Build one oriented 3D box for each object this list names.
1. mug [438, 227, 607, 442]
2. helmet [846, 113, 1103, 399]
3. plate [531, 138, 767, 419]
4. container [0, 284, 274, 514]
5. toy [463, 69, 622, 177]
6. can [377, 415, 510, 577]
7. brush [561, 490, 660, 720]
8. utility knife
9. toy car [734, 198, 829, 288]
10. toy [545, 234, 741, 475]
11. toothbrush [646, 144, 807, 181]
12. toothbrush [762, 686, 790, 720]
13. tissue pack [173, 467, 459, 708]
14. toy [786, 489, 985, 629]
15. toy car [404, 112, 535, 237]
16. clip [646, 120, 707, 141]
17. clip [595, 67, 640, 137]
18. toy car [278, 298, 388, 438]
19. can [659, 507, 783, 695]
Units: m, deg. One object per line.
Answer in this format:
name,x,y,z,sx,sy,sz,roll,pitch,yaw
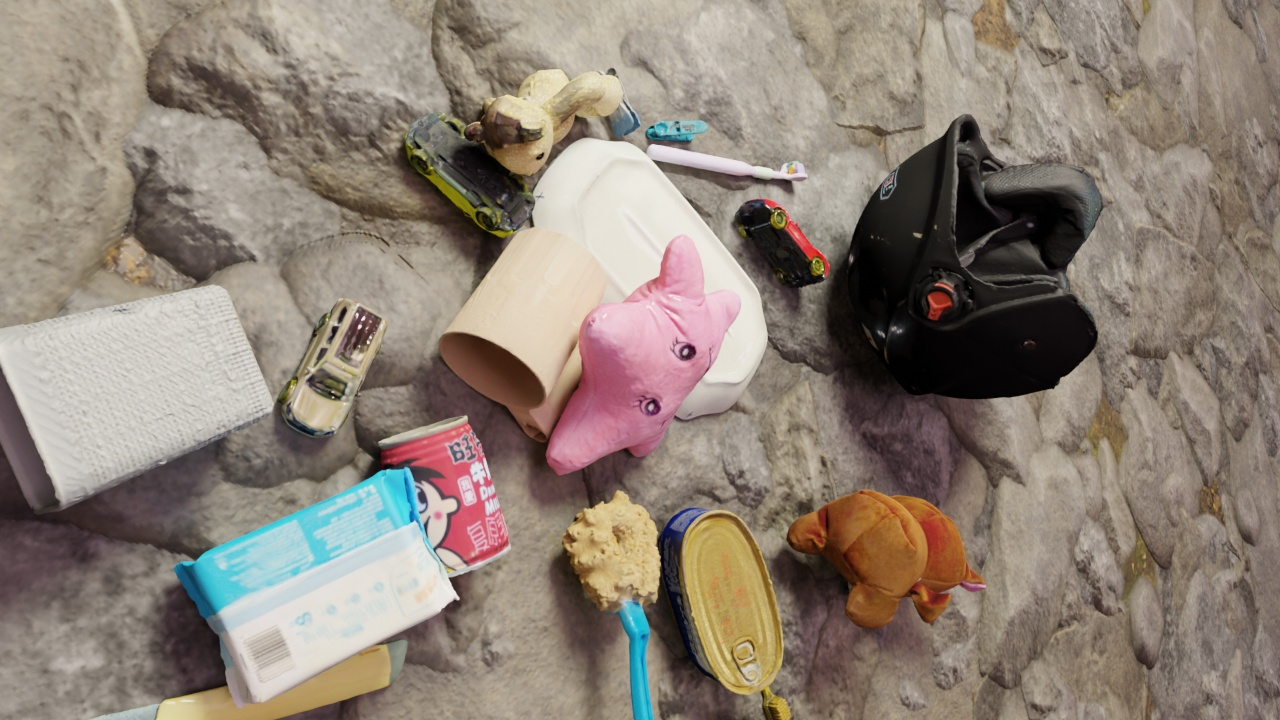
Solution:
mug,-0.073,-0.018,0.664,0.103,0.084,0.125,-62,143,-30
helmet,0.309,-0.087,0.874,0.275,0.231,0.232,52,41,-20
plate,0.022,-0.070,0.768,0.266,0.034,0.161,48,57,-22
container,-0.272,0.016,0.489,0.114,0.090,0.090,-25,99,-42
toy,-0.066,-0.184,0.686,0.156,0.105,0.066,-46,132,-53
can,-0.129,0.089,0.600,0.066,0.067,0.094,-18,94,-39
brush,-0.003,0.215,0.652,0.083,0.046,0.254,13,57,-47
utility knife,-0.230,0.197,0.533,0.206,0.021,0.031,0,77,-45
toy car,0.132,-0.111,0.852,0.106,0.049,0.031,44,58,-24
toy,-0.004,0.004,0.671,0.194,0.074,0.178,-57,150,1
toothbrush,0.082,-0.182,0.845,0.188,0.029,0.021,-2,121,-37
toothbrush,0.089,0.225,0.781,0.015,0.017,0.190,-26,98,-39
tissue pack,-0.183,0.128,0.531,0.140,0.063,0.090,-25,87,-15
toy,0.228,0.179,0.837,0.199,0.131,0.140,1,43,-49
toy car,-0.126,-0.133,0.665,0.105,0.032,0.048,42,56,-12
clip,0.031,-0.202,0.808,0.056,0.040,0.014,-8,86,-32
clip,-0.021,-0.216,0.767,0.033,0.025,0.057,-26,94,-43
toy car,-0.194,0.005,0.585,0.042,0.035,0.090,33,66,-28
can,0.064,0.190,0.736,0.074,0.049,0.148,-19,94,-23
